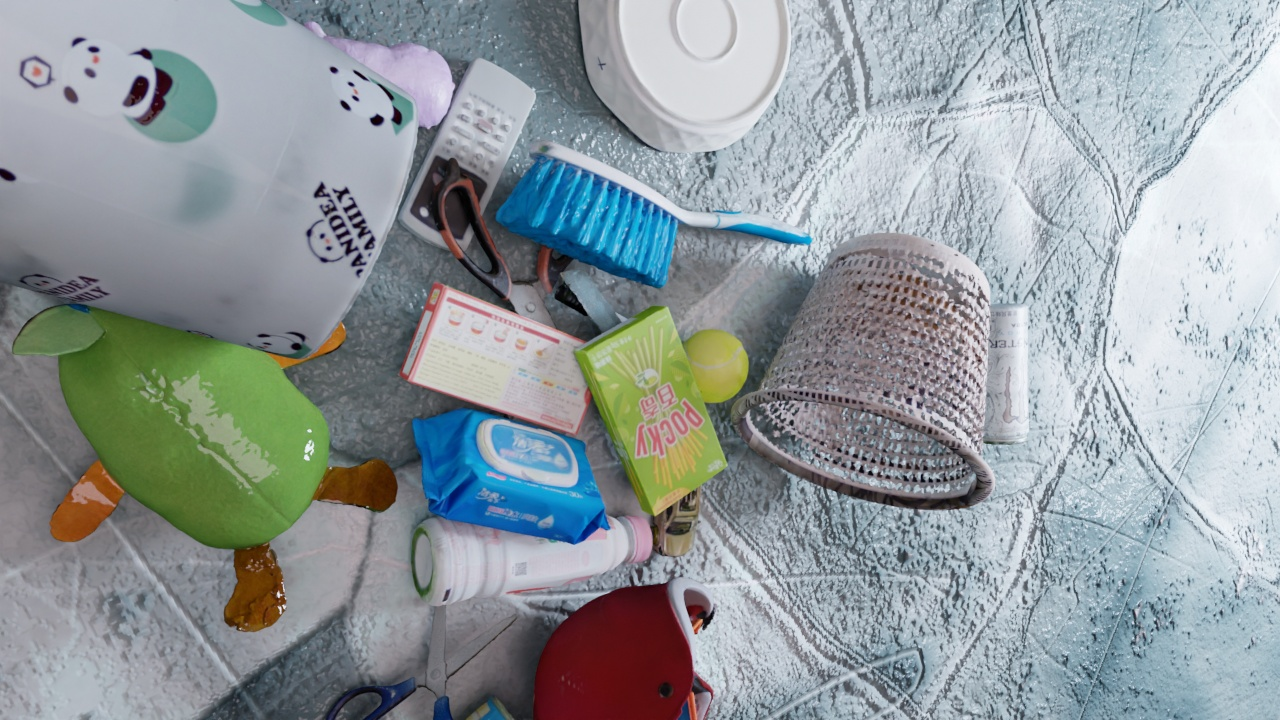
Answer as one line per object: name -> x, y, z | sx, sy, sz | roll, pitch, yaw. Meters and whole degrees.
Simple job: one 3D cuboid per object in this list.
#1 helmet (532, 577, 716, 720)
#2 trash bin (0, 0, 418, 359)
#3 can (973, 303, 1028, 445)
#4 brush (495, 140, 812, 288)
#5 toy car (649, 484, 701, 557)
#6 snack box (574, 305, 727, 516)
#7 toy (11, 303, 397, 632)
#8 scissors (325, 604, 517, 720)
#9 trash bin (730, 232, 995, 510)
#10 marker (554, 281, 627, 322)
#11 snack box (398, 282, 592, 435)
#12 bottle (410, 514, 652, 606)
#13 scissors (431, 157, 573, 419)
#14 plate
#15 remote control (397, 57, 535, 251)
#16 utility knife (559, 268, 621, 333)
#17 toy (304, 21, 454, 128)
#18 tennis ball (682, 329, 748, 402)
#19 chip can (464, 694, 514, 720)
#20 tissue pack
helmet -> -0.010, 0.296, 0.734 | 0.144, 0.206, 0.240 | -4, 95, 8
trash bin -> -0.280, -0.128, 0.515 | 0.251, 0.230, 0.229 | 23, 83, -32
can -> 0.382, 0.013, 0.977 | 0.058, 0.058, 0.147 | -6, 96, -27
brush -> 0.030, -0.110, 0.779 | 0.314, 0.061, 0.109 | 20, 82, -36
toy car -> 0.033, 0.133, 0.823 | 0.042, 0.035, 0.090 | 4, 94, -26
snack box -> 0.011, 0.042, 0.765 | 0.085, 0.026, 0.156 | -30, 109, -25
toy -> -0.290, 0.050, 0.622 | 0.226, 0.090, 0.247 | -42, 107, -19
scissors -> -0.166, 0.258, 0.711 | 0.162, 0.012, 0.175 | -15, 68, -2
trash bin -> 0.217, 0.003, 0.821 | 0.227, 0.228, 0.191 | 32, 67, -25
marker -> -0.018, -0.032, 0.782 | 0.130, 0.018, 0.022 | 28, 77, -36
snack box -> -0.104, 0.002, 0.722 | 0.155, 0.027, 0.077 | 22, 89, -35
bottle -> -0.083, 0.155, 0.749 | 0.196, 0.068, 0.068 | 1, 93, -30
scissors -> -0.095, -0.064, 0.740 | 0.188, 0.015, 0.225 | 22, 84, -37
plate -> 0.047, -0.285, 0.792 | 0.204, 0.046, 0.205 | -2, 94, -27
remote control -> -0.135, -0.160, 0.721 | 0.058, 0.021, 0.150 | 26, 82, -26
utility knife -> -0.005, 0.005, 0.782 | 0.033, 0.015, 0.219 | -41, 122, -11
toy -> -0.190, -0.203, 0.680 | 0.107, 0.039, 0.084 | -4, 95, -29
tennis ball -> 0.063, 0.005, 0.810 | 0.065, 0.065, 0.065 | -2, 95, -27
chip can -> -0.177, 0.357, 0.711 | 0.209, 0.071, 0.071 | -36, 109, -20
tissue pack -> -0.099, 0.087, 0.715 | 0.157, 0.095, 0.052 | 17, 118, -27
